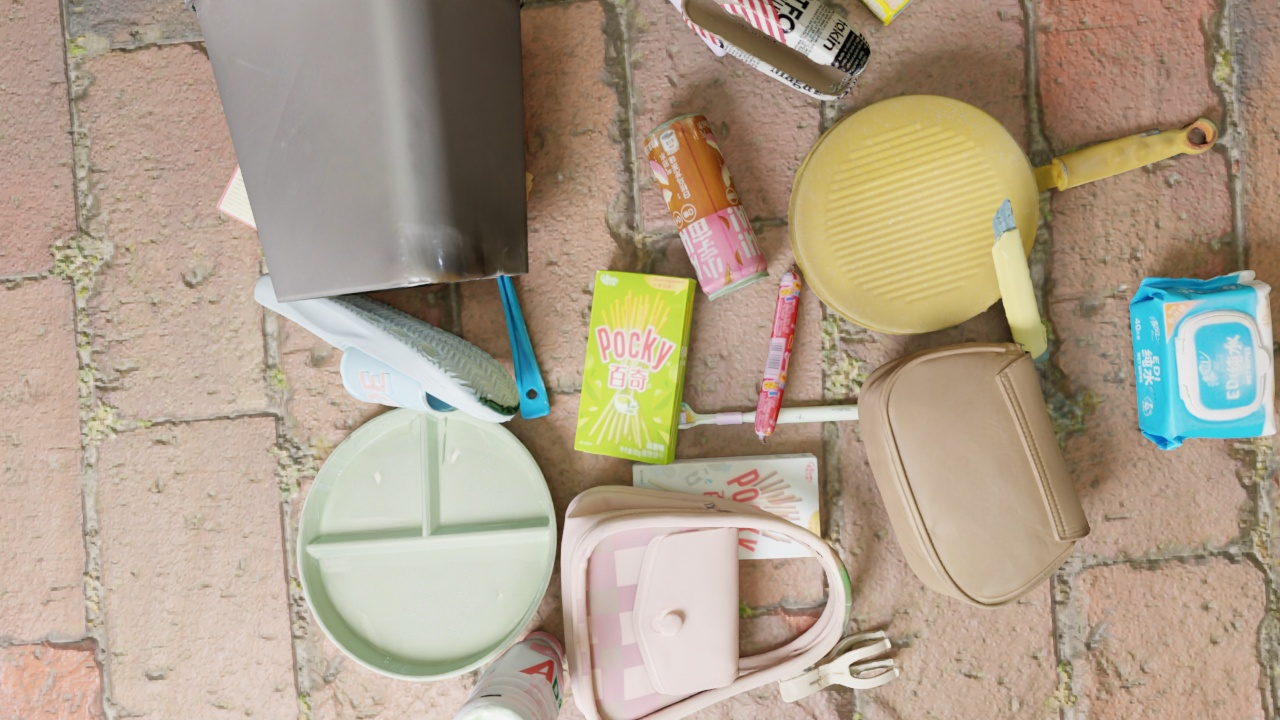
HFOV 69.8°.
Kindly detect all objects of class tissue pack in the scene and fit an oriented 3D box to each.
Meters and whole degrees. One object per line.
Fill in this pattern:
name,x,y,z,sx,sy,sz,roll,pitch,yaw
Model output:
tissue pack,0.452,0.000,0.738,0.090,0.063,0.140,-4,91,4

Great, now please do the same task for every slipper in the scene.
slipper,-0.216,-0.003,0.758,0.245,0.104,0.074,25,97,12

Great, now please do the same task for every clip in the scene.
clip,0.165,0.259,0.764,0.103,0.076,0.034,-16,90,-7

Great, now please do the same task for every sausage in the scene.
sausage,0.116,-0.007,0.770,0.020,0.020,0.155,11,82,3

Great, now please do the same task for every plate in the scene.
plate,-0.180,0.151,0.777,0.230,0.027,0.230,-2,80,11

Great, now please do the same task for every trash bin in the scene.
trash bin,-0.186,-0.162,0.681,0.199,0.198,0.220,-5,97,22

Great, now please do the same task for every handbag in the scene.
handbag,0.054,0.197,0.746,0.234,0.093,0.193,-3,106,-4
handbag,0.263,0.086,0.738,0.147,0.100,0.204,-19,90,-7

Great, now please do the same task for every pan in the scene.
pan,0.299,-0.141,0.754,0.358,0.078,0.197,-15,95,10

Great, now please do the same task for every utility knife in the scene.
utility knife,0.299,-0.054,0.720,0.031,0.019,0.177,-36,133,-5

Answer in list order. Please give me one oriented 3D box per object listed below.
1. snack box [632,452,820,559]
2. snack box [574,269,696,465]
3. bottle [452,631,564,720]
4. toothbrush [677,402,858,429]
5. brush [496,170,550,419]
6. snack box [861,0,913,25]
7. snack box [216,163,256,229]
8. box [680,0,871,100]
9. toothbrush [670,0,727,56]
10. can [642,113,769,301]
snack box,0.073,0.126,0.784,0.157,0.027,0.084,-3,91,4
snack box,-0.005,0.005,0.774,0.086,0.026,0.156,8,92,21
bottle,-0.094,0.259,0.711,0.068,0.197,0.068,0,92,3
toothbrush,0.122,0.045,0.782,0.189,0.020,0.029,-2,49,2
brush,-0.116,-0.075,0.788,0.083,0.046,0.254,-12,95,0
snack box,0.228,-0.360,0.758,0.140,0.033,0.087,-43,89,2
snack box,-0.280,-0.129,0.798,0.156,0.027,0.077,28,93,2
box,0.110,-0.273,0.764,0.163,0.076,0.075,26,56,0
toothbrush,0.009,-0.331,0.779,0.189,0.021,0.029,49,61,0
can,0.054,-0.127,0.762,0.058,0.058,0.147,-23,90,4
